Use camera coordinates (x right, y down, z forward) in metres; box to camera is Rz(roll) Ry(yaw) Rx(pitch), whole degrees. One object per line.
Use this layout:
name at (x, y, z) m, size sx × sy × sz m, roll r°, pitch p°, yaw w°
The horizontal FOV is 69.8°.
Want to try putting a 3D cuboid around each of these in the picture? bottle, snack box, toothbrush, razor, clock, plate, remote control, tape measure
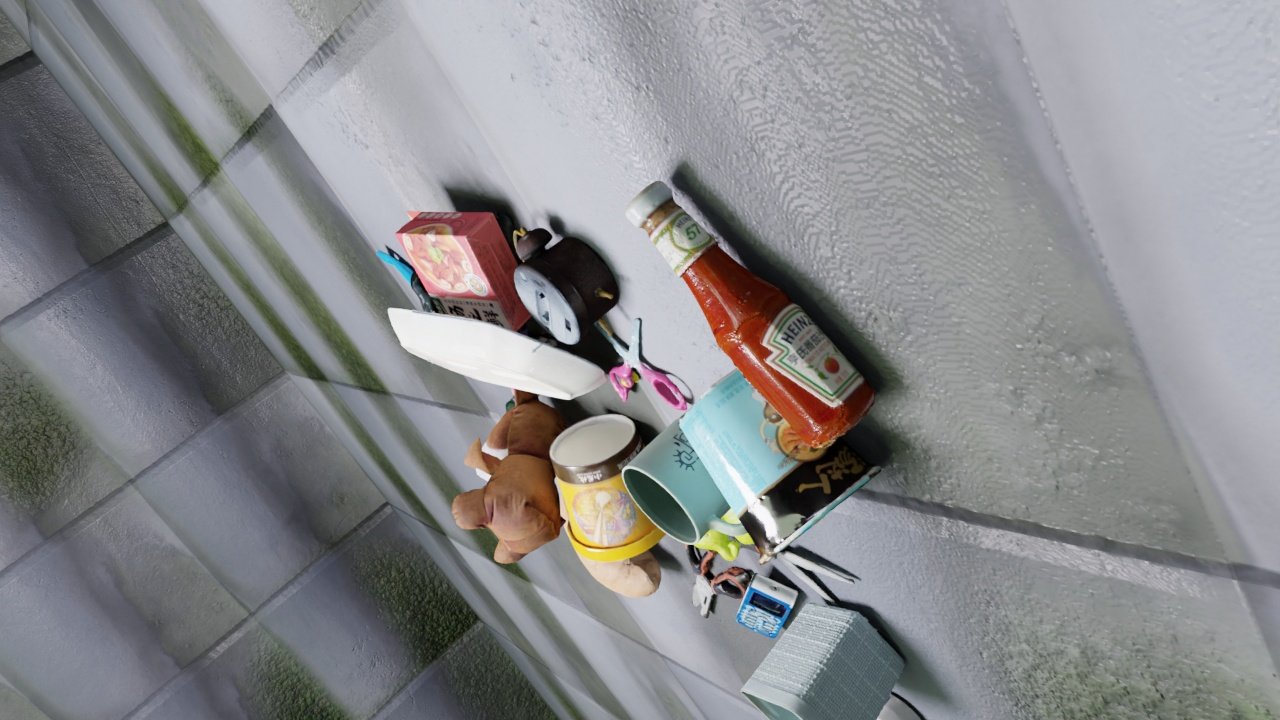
bottle at (0.069, -0.034, 0.609) m, size 0.206 × 0.059 × 0.060 m, roll 49°, pitch 156°, yaw 3°
snack box at (-0.176, -0.087, 0.892) m, size 0.127 × 0.044 × 0.113 m, roll 8°, pitch 135°, yaw 38°
toothbrush at (-0.146, -0.033, 1.026) m, size 0.181 × 0.018 × 0.016 m, roll 18°, pitch 146°, yaw 51°
razor at (-0.205, -0.096, 0.989) m, size 0.067 × 0.062 × 0.168 m, roll 26°, pitch 155°, yaw -16°
clock at (-0.073, -0.069, 0.799) m, size 0.122 × 0.055 × 0.082 m, roll 40°, pitch 155°, yaw 22°
plate at (-0.151, -0.003, 0.922) m, size 0.266 × 0.034 × 0.162 m, roll 10°, pitch 167°, yaw 45°
remote control at (0.131, 0.257, 0.961) m, size 0.049 × 0.024 × 0.125 m, roll 22°, pitch 150°, yaw 11°
tape measure at (0.250, 0.360, 0.910) m, size 0.066 × 0.033 × 0.066 m, roll 46°, pitch 158°, yaw 2°
toothbrush at (-0.122, -0.069, 0.915) m, size 0.017 × 0.014 × 0.189 m, roll 22°, pitch 140°, yaw 24°

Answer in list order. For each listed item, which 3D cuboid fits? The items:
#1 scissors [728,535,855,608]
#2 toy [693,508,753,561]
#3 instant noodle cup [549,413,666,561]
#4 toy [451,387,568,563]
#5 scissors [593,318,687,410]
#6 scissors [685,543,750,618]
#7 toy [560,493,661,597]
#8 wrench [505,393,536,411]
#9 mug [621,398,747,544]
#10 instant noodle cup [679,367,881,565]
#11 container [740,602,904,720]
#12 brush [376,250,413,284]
scissors at (0.107, 0.167, 0.890) m, size 0.221 × 0.021 × 0.228 m, roll 47°, pitch 157°, yaw -8°
toy at (0.084, 0.134, 0.820) m, size 0.100 × 0.031 × 0.097 m, roll -8°, pitch 101°, yaw 33°
instant noodle cup at (-0.033, 0.127, 0.959) m, size 0.119 × 0.118 × 0.114 m, roll 17°, pitch 133°, yaw 50°
toy at (-0.134, 0.123, 1.023) m, size 0.131 × 0.199 × 0.140 m, roll -9°, pitch 136°, yaw 25°
scissors at (-0.005, 0.005, 0.844) m, size 0.134 × 0.017 × 0.134 m, roll 44°, pitch 152°, yaw 22°
scissors at (0.087, 0.263, 1.064) m, size 0.199 × 0.015 × 0.205 m, roll 11°, pitch 137°, yaw 53°
toy at (-0.051, 0.195, 1.132) m, size 0.144 × 0.082 × 0.226 m, roll 9°, pitch 131°, yaw 49°
wrench at (-0.136, 0.040, 1.113) m, size 0.056 × 0.016 × 0.274 m, roll 42°, pitch 156°, yaw 7°
mug at (0.061, 0.091, 0.744) m, size 0.112 × 0.106 × 0.082 m, roll 33°, pitch 151°, yaw 33°
instant noodle cup at (0.093, 0.068, 0.669) m, size 0.120 × 0.111 × 0.111 m, roll 51°, pitch 157°, yaw 15°
container at (0.169, 0.290, 0.838) m, size 0.090 × 0.111 × 0.090 m, roll 47°, pitch 156°, yaw -14°
brush at (-0.251, -0.066, 1.128) m, size 0.254 × 0.046 × 0.083 m, roll 42°, pitch 176°, yaw 30°
